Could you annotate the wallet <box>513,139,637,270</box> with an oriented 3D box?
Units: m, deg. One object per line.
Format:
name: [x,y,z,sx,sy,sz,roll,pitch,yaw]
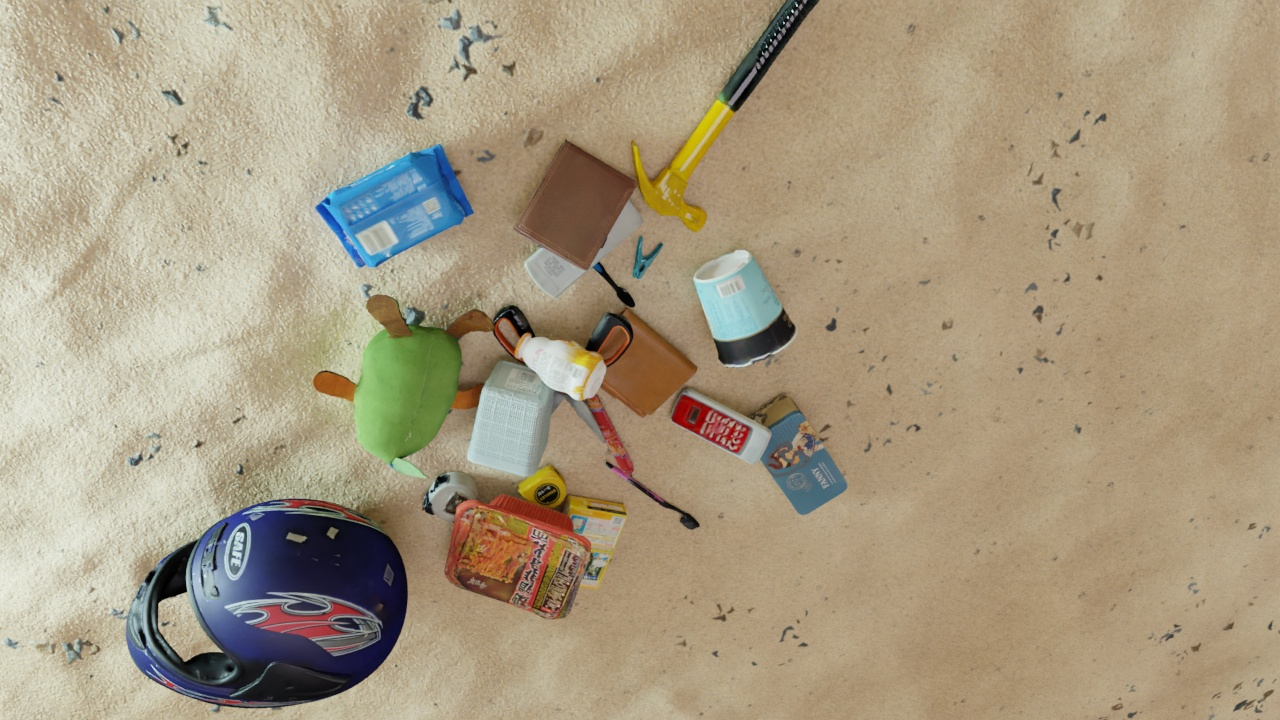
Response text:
wallet: [-0.075,-0.179,1.065,0.101,0.032,0.124,30,93,-11]

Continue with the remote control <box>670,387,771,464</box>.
remote control: [0.108,0.089,1.239,0.136,0.020,0.056,28,111,10]

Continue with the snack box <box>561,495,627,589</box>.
snack box: [-0.082,0.263,1.322,0.087,0.033,0.141,13,113,-18]

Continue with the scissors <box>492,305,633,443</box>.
scissors: [-0.095,0.011,1.170,0.221,0.021,0.234,-35,110,24]

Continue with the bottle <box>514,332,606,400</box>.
bottle: [-0.099,0.003,1.117,0.108,0.063,0.063,25,113,10]

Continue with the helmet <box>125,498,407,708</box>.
helmet: [-0.444,0.287,1.127,0.315,0.247,0.241,12,133,-27]

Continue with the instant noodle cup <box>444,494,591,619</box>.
instant noodle cup: [-0.165,0.258,1.249,0.189,0.078,0.165,19,123,-2]

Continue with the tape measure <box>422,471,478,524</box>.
tape measure: [-0.253,0.185,1.242,0.065,0.033,0.066,26,110,-25]

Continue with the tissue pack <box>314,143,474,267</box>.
tissue pack: [-0.274,-0.174,1.034,0.157,0.052,0.095,-26,122,2]

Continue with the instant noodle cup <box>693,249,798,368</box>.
instant noodle cup: [0.125,-0.070,1.154,0.111,0.111,0.120,-26,111,2]

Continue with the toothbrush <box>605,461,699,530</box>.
toothbrush: [0.017,0.196,1.318,0.189,0.014,0.018,37,117,-26]

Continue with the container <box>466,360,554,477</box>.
container: [-0.159,0.070,1.152,0.090,0.089,0.112,15,121,1]

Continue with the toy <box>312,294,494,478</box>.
toy: [-0.283,0.029,1.120,0.226,0.090,0.247,8,120,-31]

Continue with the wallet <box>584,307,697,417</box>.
wallet: [-0.007,0.007,1.199,0.132,0.031,0.108,39,106,-22]

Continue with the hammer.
hammer: [0.100,-0.297,1.061,0.128,0.032,0.301,29,108,-26]

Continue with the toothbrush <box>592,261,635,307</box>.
toothbrush: [-0.067,-0.131,1.126,0.014,0.016,0.189,-38,116,12]

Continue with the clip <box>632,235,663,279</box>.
clip: [0.004,-0.126,1.142,0.034,0.013,0.054,19,110,-20]

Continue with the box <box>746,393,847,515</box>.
box: [0.221,0.139,1.304,0.090,0.061,0.184,-35,118,8]

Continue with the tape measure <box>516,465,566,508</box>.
tape measure: [-0.132,0.175,1.265,0.060,0.029,0.057,-34,118,6]

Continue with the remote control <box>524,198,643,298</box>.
remote control: [-0.068,-0.141,1.100,0.150,0.021,0.058,-40,109,0]

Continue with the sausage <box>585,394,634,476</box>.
sausage: [-0.042,0.101,1.250,0.020,0.020,0.156,-25,120,1]
